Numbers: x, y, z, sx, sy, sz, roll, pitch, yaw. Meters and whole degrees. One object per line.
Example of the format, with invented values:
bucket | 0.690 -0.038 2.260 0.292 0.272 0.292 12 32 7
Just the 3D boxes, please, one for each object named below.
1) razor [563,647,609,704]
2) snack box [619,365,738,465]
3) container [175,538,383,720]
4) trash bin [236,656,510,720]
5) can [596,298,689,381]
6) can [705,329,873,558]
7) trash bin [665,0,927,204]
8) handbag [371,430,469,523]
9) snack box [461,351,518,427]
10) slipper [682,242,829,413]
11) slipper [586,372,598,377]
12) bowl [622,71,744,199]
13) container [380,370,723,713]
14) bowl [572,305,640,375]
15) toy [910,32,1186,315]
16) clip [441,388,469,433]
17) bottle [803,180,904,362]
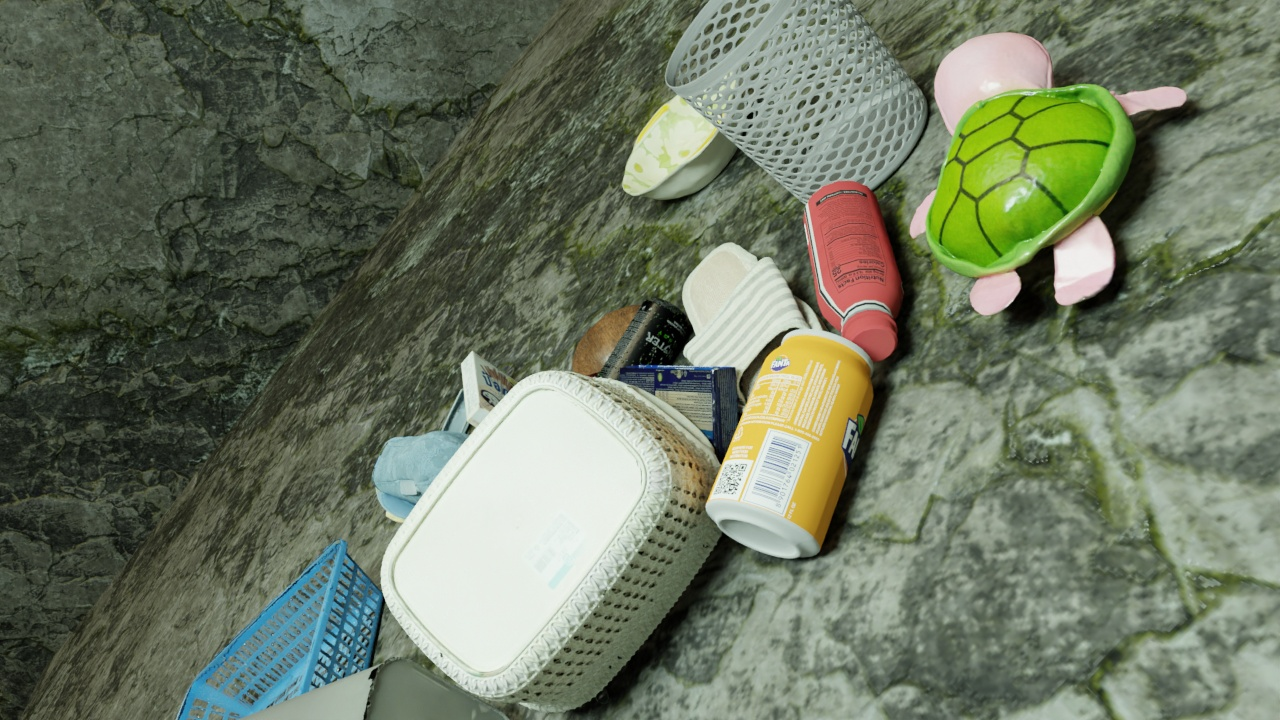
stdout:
razor | -0.051 0.239 0.720 0.042 0.026 0.106 -55 30 -8
snack box | 0.029 0.046 0.773 0.150 0.027 0.082 2 96 60
container | -0.437 0.410 1.071 0.363 0.089 0.256 -42 28 22
trash bin | -0.222 0.351 0.688 0.221 0.197 0.197 -33 32 23
can | -0.005 0.005 0.894 0.137 0.054 0.054 -58 26 -10
can | 0.104 0.056 0.620 0.079 0.079 0.142 -11 48 55
trash bin | 0.141 -0.242 0.807 0.157 0.183 0.156 -39 29 26
handbag | -0.223 0.142 1.032 0.192 0.121 0.118 -7 68 54
snack box | -0.171 0.048 1.086 0.026 0.082 0.150 -48 26 10
slipper | 0.087 -0.037 0.802 0.114 0.054 0.272 -52 25 13
slipper | -0.092 0.100 0.917 0.104 0.059 0.248 -30 35 40
bowl | 0.063 -0.259 1.105 0.188 0.060 0.219 -51 27 3
container | -0.063 0.125 0.656 0.185 0.143 0.251 38 89 20
bowl | -0.033 -0.030 0.980 0.102 0.026 0.114 -15 29 42
toy | 0.249 -0.129 0.602 0.191 0.087 0.237 -29 41 43
clip | -0.241 0.092 1.193 0.173 0.030 0.164 -62 5 18
bottle | 0.163 -0.067 0.695 0.062 0.062 0.176 -37 30 30
